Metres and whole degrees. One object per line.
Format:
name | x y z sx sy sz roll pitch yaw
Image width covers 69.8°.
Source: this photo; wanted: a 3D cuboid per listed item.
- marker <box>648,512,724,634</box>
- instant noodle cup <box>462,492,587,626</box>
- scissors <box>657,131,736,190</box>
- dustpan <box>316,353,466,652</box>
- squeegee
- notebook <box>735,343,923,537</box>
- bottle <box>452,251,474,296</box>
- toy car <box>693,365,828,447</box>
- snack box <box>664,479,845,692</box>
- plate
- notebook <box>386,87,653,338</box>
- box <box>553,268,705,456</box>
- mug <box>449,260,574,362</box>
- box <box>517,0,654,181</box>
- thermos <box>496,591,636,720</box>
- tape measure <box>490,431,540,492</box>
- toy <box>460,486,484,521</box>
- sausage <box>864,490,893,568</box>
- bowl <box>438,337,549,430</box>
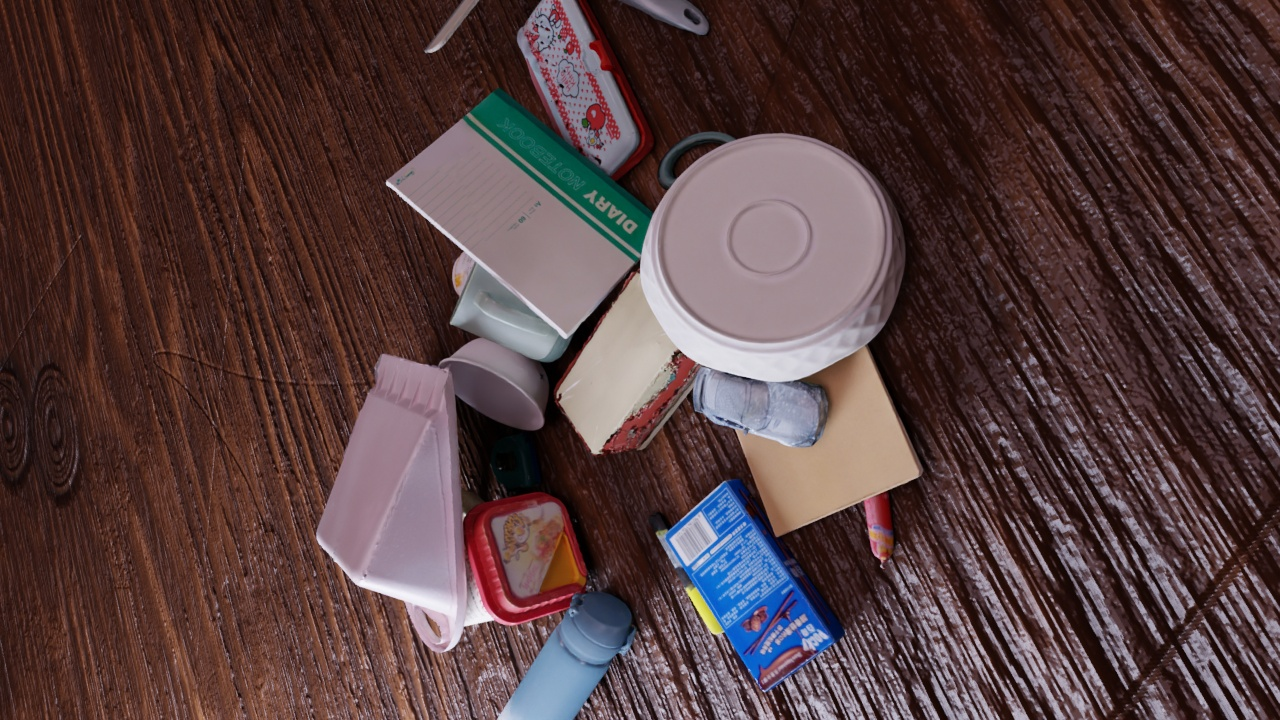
marker | 0.042 0.188 0.822 0.018 0.015 0.124 -46 61 26
instant noodle cup | -0.133 0.202 0.898 0.124 0.116 0.116 -35 69 44
scissors | 0.075 -0.151 0.800 0.174 0.019 0.177 -46 63 28
dustpan | -0.216 0.140 0.917 0.223 0.138 0.273 14 81 59
squeegee | -0.046 -0.352 0.849 0.247 0.039 0.246 27 76 20
notebook | 0.127 0.023 0.748 0.148 0.008 0.207 -34 67 39
bottle | -0.134 -0.083 0.927 0.108 0.063 0.063 5 92 22
toy car | 0.096 0.034 0.749 0.121 0.036 0.054 16 101 40
snack box | 0.093 0.187 0.775 0.085 0.026 0.157 -47 64 26
plate | 0.100 -0.087 0.709 0.205 0.045 0.204 -3 75 11
notebook | -0.098 -0.137 0.822 0.209 0.150 0.012 40 157 3
box | -0.005 0.004 0.808 0.091 0.079 0.169 52 124 25
mug | -0.111 -0.048 0.842 0.082 0.106 0.111 -64 13 9
box | -0.060 -0.265 0.884 0.087 0.048 0.201 -35 70 31
thermos | -0.081 0.316 0.879 0.070 0.070 0.221 43 113 29
tape measure | -0.130 0.105 0.941 0.055 0.025 0.058 -15 84 37
toy | -0.218 0.111 0.992 0.157 0.066 0.105 52 160 21
sausage | 0.181 0.084 0.717 0.020 0.020 0.155 -12 82 36
bowl | -0.134 0.010 0.914 0.118 0.118 0.064 6 57 36
